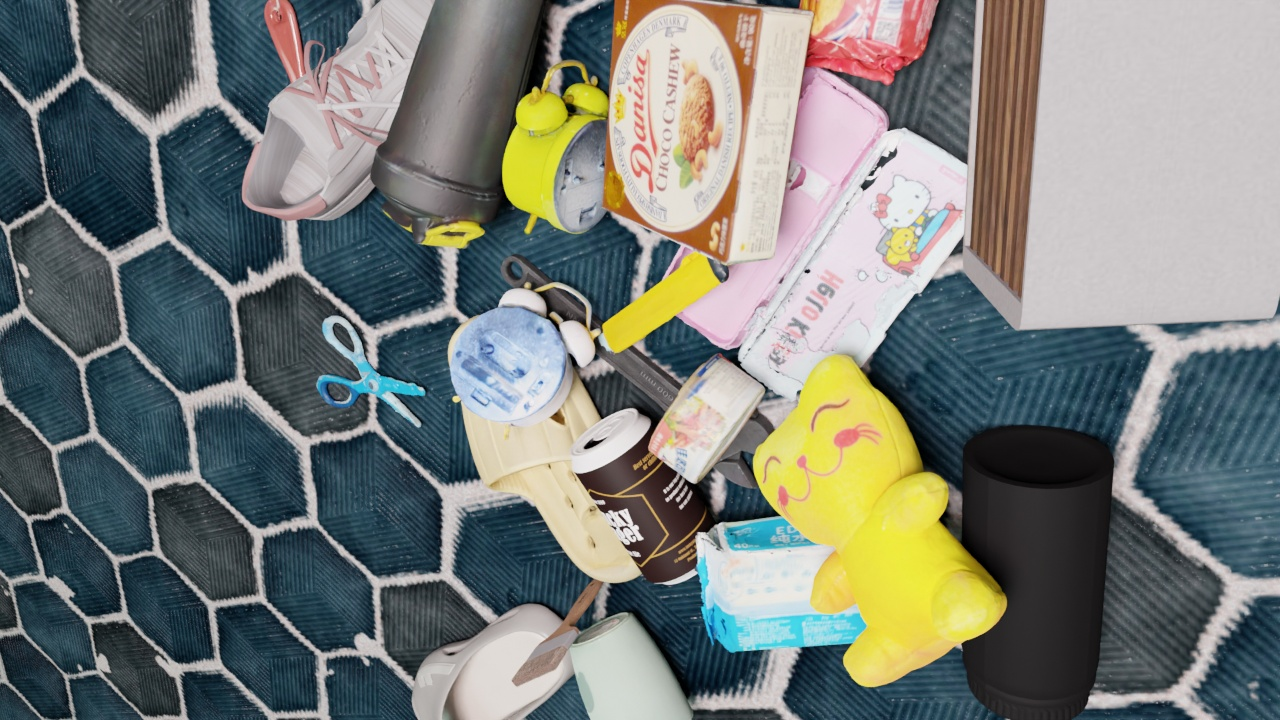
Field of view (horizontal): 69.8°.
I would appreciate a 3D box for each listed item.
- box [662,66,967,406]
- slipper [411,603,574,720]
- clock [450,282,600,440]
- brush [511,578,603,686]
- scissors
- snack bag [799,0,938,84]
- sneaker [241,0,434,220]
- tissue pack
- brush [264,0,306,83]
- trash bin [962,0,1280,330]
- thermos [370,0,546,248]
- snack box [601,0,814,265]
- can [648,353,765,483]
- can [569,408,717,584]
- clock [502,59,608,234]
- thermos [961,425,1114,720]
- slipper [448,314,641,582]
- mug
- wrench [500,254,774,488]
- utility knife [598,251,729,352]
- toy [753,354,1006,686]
[{"bbox_3d":[0.112,-0.075,0.610,0.153,0.037,0.202,36,123,7],"label":"box"},{"bbox_3d":[-0.162,0.333,0.908,0.113,0.080,0.267,49,125,-3],"label":"slipper"},{"bbox_3d":[-0.087,-0.005,0.701,0.089,0.052,0.125,36,83,16],"label":"clock"},{"bbox_3d":[-0.060,0.218,0.764,0.045,0.142,0.008,-32,96,26],"label":"brush"},{"bbox_3d":[-0.258,0.027,0.867,0.140,0.013,0.118,41,123,5],"label":"scissors"},{"bbox_3d":[0.138,-0.243,0.500,0.082,0.082,0.177,20,120,19],"label":"snack bag"},{"bbox_3d":[-0.219,-0.187,0.685,0.099,0.089,0.237,44,115,-4],"label":"sneaker"},{"bbox_3d":[0.114,0.161,0.681,0.144,0.061,0.093,-7,110,5],"label":"tissue pack"},{"bbox_3d":[-0.284,-0.212,0.763,0.041,0.030,0.172,-3,109,29],"label":"brush"},{"bbox_3d":[0.235,-0.141,0.446,0.114,0.114,0.229,-2,112,6],"label":"trash bin"},{"bbox_3d":[-0.120,-0.188,0.637,0.098,0.098,0.221,29,111,14],"label":"thermos"},{"bbox_3d":[0.033,-0.149,0.572,0.147,0.041,0.143,33,125,48],"label":"snack box"},{"bbox_3d":[0.047,0.041,0.644,0.043,0.086,0.086,36,123,12],"label":"can"},{"bbox_3d":[0.005,0.107,0.716,0.072,0.071,0.128,-23,107,33],"label":"can"},{"bbox_3d":[-0.051,-0.147,0.637,0.057,0.083,0.119,24,123,25],"label":"clock"},{"bbox_3d":[0.256,0.151,0.601,0.086,0.085,0.199,4,113,27],"label":"thermos"},{"bbox_3d":[-0.080,0.082,0.757,0.112,0.079,0.261,-27,97,31],"label":"slipper"},{"bbox_3d":[-0.019,0.286,0.818,0.104,0.084,0.111,63,152,3],"label":"mug"},{"bbox_3d":[-0.004,0.004,0.718,0.273,0.018,0.073,39,123,9],"label":"wrench"},{"bbox_3d":[0.011,-0.040,0.652,0.160,0.017,0.030,-31,75,48],"label":"utility knife"},{"bbox_3d":[0.153,0.098,0.585,0.193,0.087,0.135,62,141,34],"label":"toy"}]
